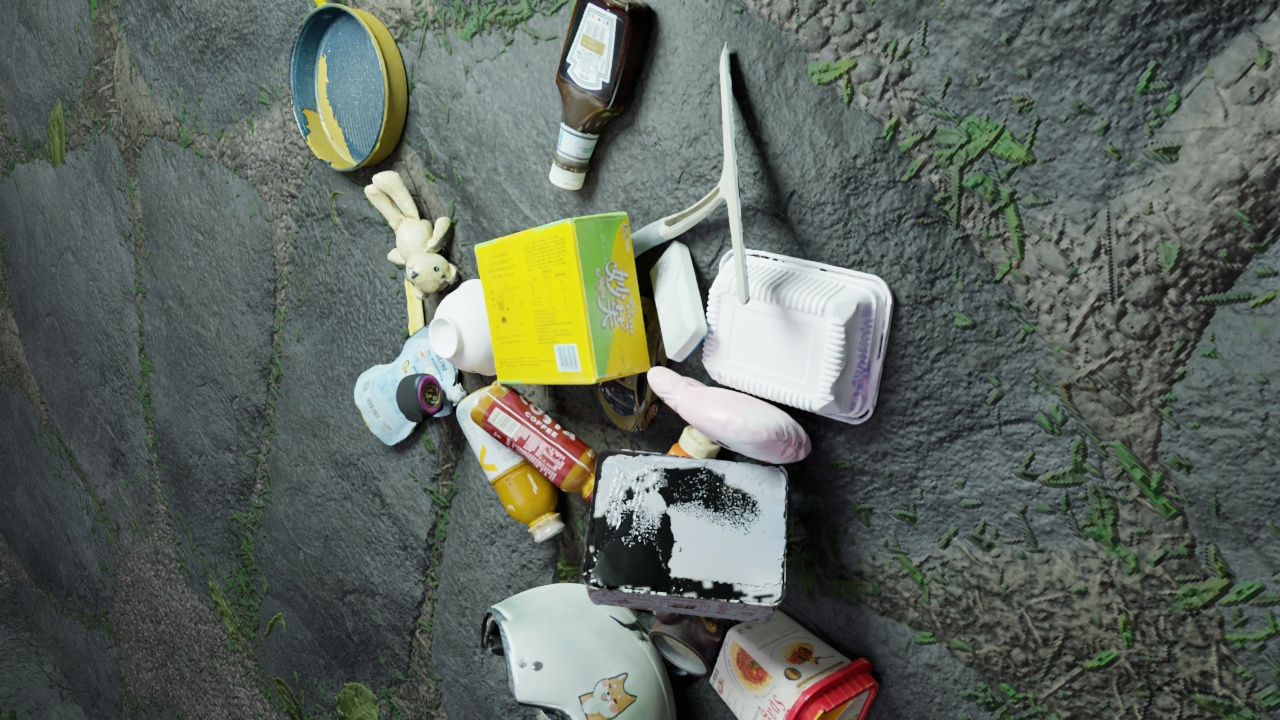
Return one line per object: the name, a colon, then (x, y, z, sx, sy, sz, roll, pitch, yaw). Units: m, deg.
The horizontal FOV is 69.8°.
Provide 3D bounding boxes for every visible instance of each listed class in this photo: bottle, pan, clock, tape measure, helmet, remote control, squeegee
bottle: (-0.050, -0.265, 0.907, 0.080, 0.043, 0.195, 35, 122, 27)
pan: (-0.387, -0.410, 1.112, 0.198, 0.078, 0.357, -1, 102, 38)
bottle: (-0.148, 0.122, 1.075, 0.068, 0.067, 0.189, -36, 79, 39)
clock: (0.051, 0.270, 0.924, 0.082, 0.055, 0.122, 23, 146, 26)
bottle: (-0.105, 0.094, 1.019, 0.175, 0.057, 0.058, 37, 124, 4)
bottle: (0.042, 0.120, 0.932, 0.067, 0.066, 0.150, 36, 115, 26)
tape measure: (-0.272, 0.044, 1.122, 0.039, 0.056, 0.058, -4, 107, 26)
helmet: (-0.048, 0.353, 0.995, 0.274, 0.156, 0.230, 57, 163, -6)
remote control: (0.034, -0.057, 0.871, 0.049, 0.024, 0.124, -49, 34, 35)
squeegee: (0.025, -0.130, 0.881, 0.247, 0.039, 0.246, -25, 62, 50)

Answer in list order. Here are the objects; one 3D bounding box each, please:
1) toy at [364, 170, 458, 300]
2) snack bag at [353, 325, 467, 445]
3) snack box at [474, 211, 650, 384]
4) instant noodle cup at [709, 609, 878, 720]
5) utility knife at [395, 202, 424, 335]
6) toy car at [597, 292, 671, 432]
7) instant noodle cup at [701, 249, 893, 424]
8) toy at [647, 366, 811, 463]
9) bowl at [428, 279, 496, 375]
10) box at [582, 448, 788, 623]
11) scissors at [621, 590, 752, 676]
toy: (-0.279, -0.153, 1.105, 0.105, 0.066, 0.157, -28, 92, 23)
snack bag: (-0.300, 0.036, 1.193, 0.192, 0.038, 0.110, -28, 82, 37)
snack box: (-0.084, -0.058, 0.937, 0.210, 0.069, 0.157, -2, 98, 56)
instant noodle cup: (0.140, 0.313, 0.877, 0.124, 0.116, 0.116, 36, 123, 39)
utility knife: (-0.291, -0.116, 1.163, 0.031, 0.022, 0.216, 4, 100, 32)
toy car: (-0.006, 0.006, 0.949, 0.070, 0.042, 0.158, 30, 122, 30)
instant noodle cup: (0.128, -0.020, 0.822, 0.174, 0.060, 0.138, 17, 112, 33)
toy: (0.080, 0.051, 0.848, 0.159, 0.121, 0.054, 28, 93, 36)
bowl: (-0.209, -0.033, 1.084, 0.118, 0.064, 0.118, 11, 109, 35)
box: (0.037, 0.168, 0.870, 0.182, 0.151, 0.175, 6, 153, 2)
scissors: (0.049, 0.262, 0.996, 0.159, 0.014, 0.179, 24, 113, 29)
